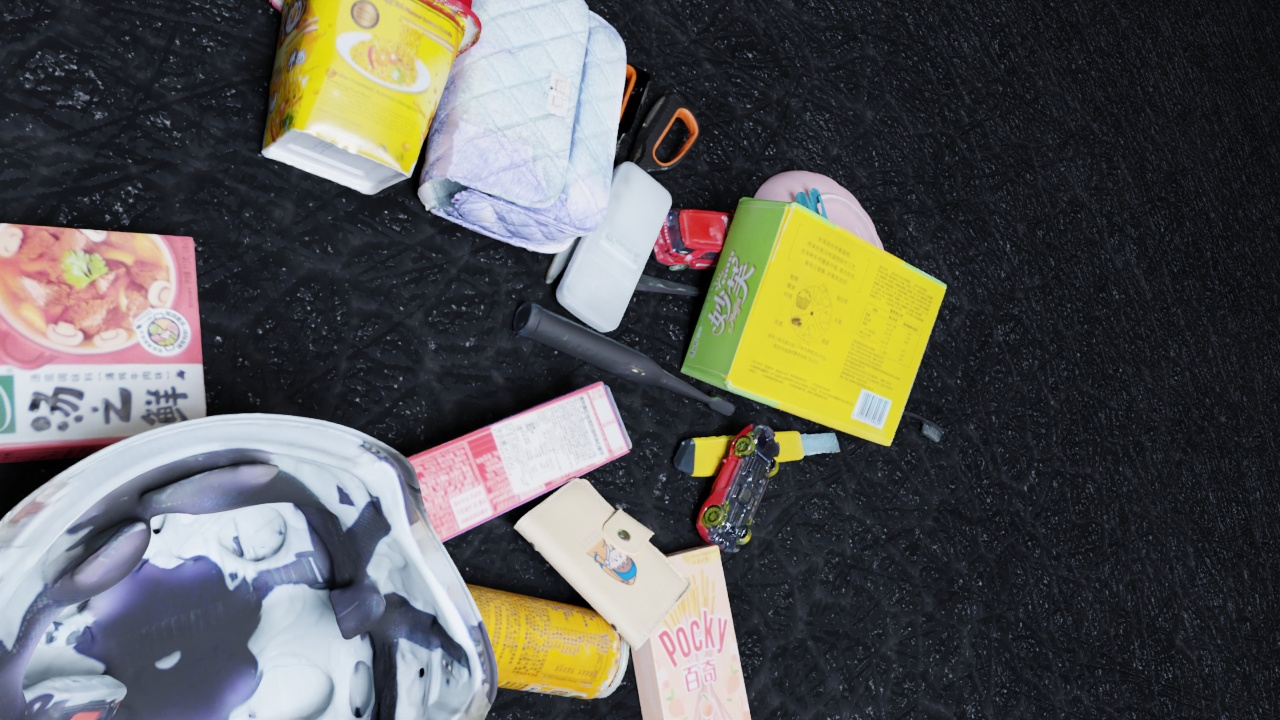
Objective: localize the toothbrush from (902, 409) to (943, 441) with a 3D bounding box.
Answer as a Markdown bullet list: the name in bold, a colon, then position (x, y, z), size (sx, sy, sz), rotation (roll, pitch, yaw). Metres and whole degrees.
- **toothbrush**: position (0.244, 0.044, 0.914), size (0.189, 0.014, 0.016), rotation (26, 75, -31)

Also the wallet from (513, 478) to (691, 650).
- **wallet**: position (-0.021, 0.134, 0.633), size (0.115, 0.024, 0.087), rotation (42, 31, 11)

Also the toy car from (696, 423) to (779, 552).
- **toy car**: position (0.080, 0.101, 0.741), size (0.049, 0.031, 0.106), rotation (39, 71, -43)

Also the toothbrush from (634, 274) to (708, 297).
- **toothbrush**: position (0.036, -0.060, 0.772), size (0.180, 0.018, 0.015), rotation (6, 78, -37)

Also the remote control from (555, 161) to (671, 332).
- **remote control**: position (-0.019, -0.089, 0.711), size (0.056, 0.020, 0.135), rotation (35, 65, -27)

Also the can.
- **can**: position (-0.080, 0.178, 0.583), size (0.146, 0.058, 0.058), rotation (22, 65, -33)

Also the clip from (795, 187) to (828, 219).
- **clip**: position (0.161, -0.130, 0.840), size (0.040, 0.014, 0.056), rotation (-23, 94, -40)

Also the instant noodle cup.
- **instant noodle cup**: position (-0.176, -0.179, 0.574), size (0.116, 0.116, 0.123), rotation (18, 78, -35)

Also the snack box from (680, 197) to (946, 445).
- **snack box**: position (0.153, -0.030, 0.787), size (0.209, 0.070, 0.157), rotation (19, 91, -34)

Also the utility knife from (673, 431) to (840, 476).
- **utility knife**: position (0.106, 0.078, 0.790), size (0.206, 0.015, 0.033), rotation (0, 99, -40)

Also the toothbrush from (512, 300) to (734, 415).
- **toothbrush**: position (-0.004, 0.004, 0.715), size (0.212, 0.027, 0.026), rotation (24, 109, -34)

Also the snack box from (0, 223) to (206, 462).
- **snack box**: position (-0.295, -0.008, 0.466), size (0.126, 0.044, 0.113), rotation (-2, 79, -39)

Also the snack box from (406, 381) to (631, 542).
- **snack box**: position (-0.101, 0.073, 0.595), size (0.206, 0.057, 0.058), rotation (-21, 89, -40)

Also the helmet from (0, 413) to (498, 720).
- **helmet**: position (-0.202, 0.157, 0.433), size (0.228, 0.146, 0.258), rotation (-20, 99, -38)

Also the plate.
- **plate**: position (0.182, -0.097, 0.883), size (0.192, 0.039, 0.192), rotation (12, 71, -37)

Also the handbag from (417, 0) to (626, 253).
- **handbag**: position (-0.081, -0.184, 0.668), size (0.134, 0.076, 0.193), rotation (17, 67, -30)

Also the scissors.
- **scissors**: position (-0.034, -0.154, 0.743), size (0.233, 0.022, 0.162), rotation (-39, 97, -32)

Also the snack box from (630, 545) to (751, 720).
- **snack box**: position (0.035, 0.223, 0.686), size (0.084, 0.026, 0.157), rotation (-4, 81, -40)

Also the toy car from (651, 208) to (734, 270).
- **toy car**: position (0.061, -0.103, 0.785), size (0.120, 0.045, 0.053), rotation (-1, 80, -42)
